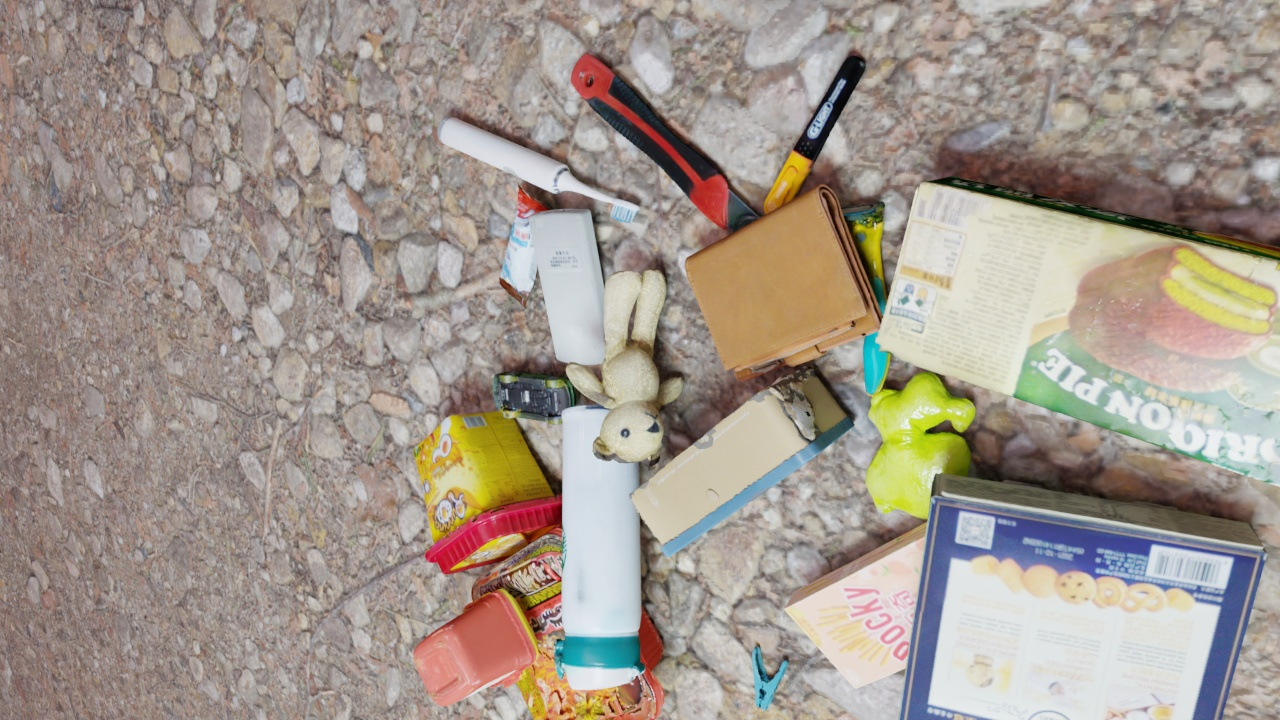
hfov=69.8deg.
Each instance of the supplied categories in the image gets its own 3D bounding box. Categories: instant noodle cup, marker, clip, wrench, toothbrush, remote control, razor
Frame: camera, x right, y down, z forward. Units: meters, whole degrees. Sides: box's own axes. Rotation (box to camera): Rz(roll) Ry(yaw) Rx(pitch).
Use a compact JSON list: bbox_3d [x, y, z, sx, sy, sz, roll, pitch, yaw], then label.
[{"bbox_3d":[-0.058,0.253,0.842,0.165,0.078,0.188,-36,79,37],"label":"instant noodle cup"},{"bbox_3d":[0.120,-0.154,0.641,0.018,0.015,0.124,38,120,18],"label":"marker"},{"bbox_3d":[0.105,0.268,0.767,0.034,0.013,0.055,13,110,34],"label":"clip"},{"bbox_3d":[0.036,-0.141,0.706,0.273,0.016,0.056,50,125,14],"label":"wrench"},{"bbox_3d":[-0.090,-0.164,0.786,0.221,0.026,0.026,28,98,27],"label":"toothbrush"},{"bbox_3d":[-0.148,0.119,0.860,0.116,0.115,0.123,-39,67,37],"label":"instant noodle cup"},{"bbox_3d":[-0.057,-0.061,0.781,0.056,0.019,0.135,2,113,31],"label":"remote control"},{"bbox_3d":[0.158,-0.041,0.634,0.043,0.028,0.132,1,101,51],"label":"razor"}]

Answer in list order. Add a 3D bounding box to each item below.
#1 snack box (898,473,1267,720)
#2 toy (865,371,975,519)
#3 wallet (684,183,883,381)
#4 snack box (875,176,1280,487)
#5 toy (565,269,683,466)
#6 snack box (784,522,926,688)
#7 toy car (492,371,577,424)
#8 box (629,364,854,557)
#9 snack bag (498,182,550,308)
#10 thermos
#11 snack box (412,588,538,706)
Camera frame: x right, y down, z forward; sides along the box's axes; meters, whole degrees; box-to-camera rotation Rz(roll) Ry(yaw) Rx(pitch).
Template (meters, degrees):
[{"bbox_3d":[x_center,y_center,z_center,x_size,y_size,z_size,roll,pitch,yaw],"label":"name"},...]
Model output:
[{"bbox_3d":[0.264,0.173,0.575,0.178,0.045,0.183,8,108,17],"label":"snack box"},{"bbox_3d":[0.194,0.063,0.636,0.097,0.031,0.100,-29,84,36],"label":"toy"},{"bbox_3d":[0.098,-0.049,0.652,0.132,0.031,0.108,-25,85,45],"label":"wallet"},{"bbox_3d":[0.270,-0.027,0.535,0.240,0.063,0.115,21,114,30],"label":"snack box"},{"bbox_3d":[-0.004,0.004,0.725,0.066,0.105,0.157,-10,75,55],"label":"toy"},{"bbox_3d":[0.188,0.175,0.660,0.084,0.026,0.158,48,126,-2],"label":"snack box"},{"bbox_3d":[-0.095,0.031,0.836,0.091,0.036,0.043,8,106,36],"label":"toy car"},{"bbox_3d":[0.070,0.081,0.697,0.063,0.089,0.185,53,129,11],"label":"box"},{"bbox_3d":[-0.104,-0.101,0.814,0.048,0.026,0.104,39,122,31],"label":"snack bag"},{"bbox_3d":[-0.035,0.152,0.753,0.073,0.073,0.224,-11,73,38],"label":"thermos"},{"bbox_3d":[-0.147,0.259,0.813,0.091,0.079,0.082,-43,73,40],"label":"snack box"}]
